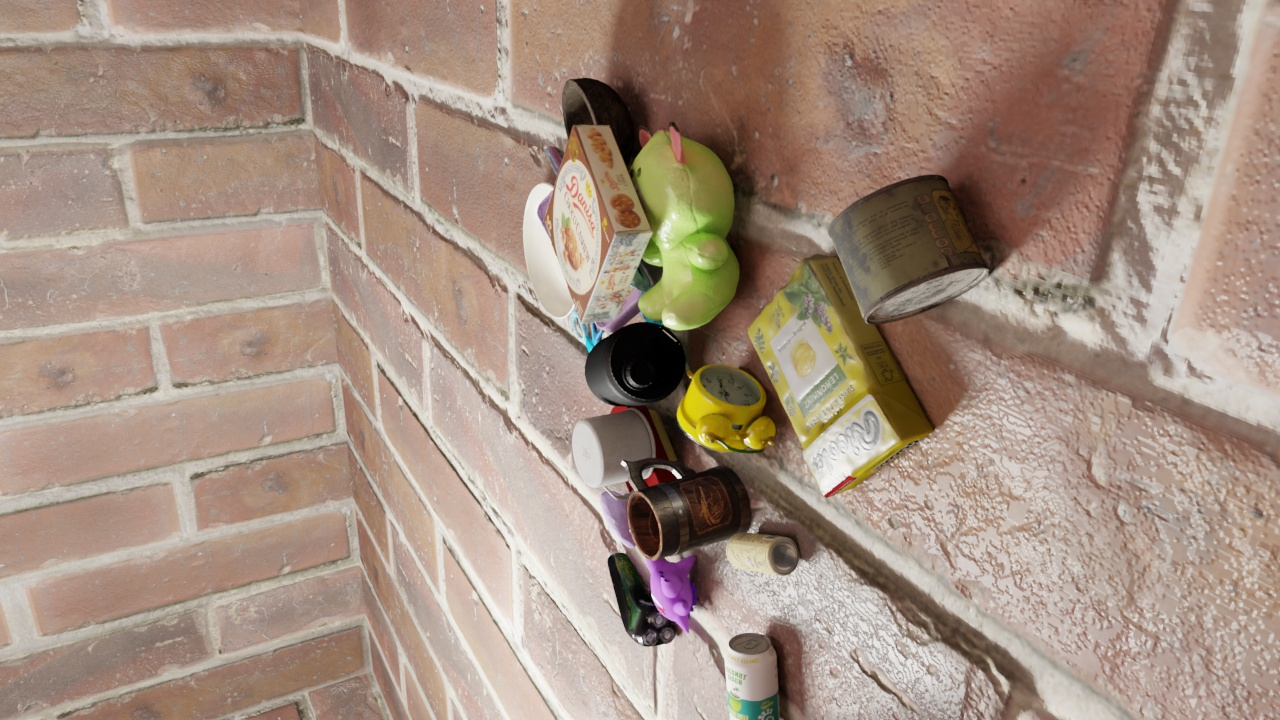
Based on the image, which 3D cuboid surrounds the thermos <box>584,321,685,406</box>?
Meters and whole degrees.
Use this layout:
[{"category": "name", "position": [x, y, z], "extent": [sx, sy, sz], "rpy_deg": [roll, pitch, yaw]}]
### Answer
[{"category": "thermos", "position": [-0.006, 0.006, 0.989], "extent": [0.199, 0.086, 0.086], "rpy_deg": [161, 97, -79]}]

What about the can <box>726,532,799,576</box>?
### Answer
[{"category": "can", "position": [0.122, 0.195, 0.929], "extent": [0.080, 0.038, 0.038], "rpy_deg": [-13, 88, 62]}]

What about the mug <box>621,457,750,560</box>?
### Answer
[{"category": "mug", "position": [0.043, 0.148, 0.985], "extent": [0.115, 0.107, 0.080], "rpy_deg": [64, 149, 26]}]

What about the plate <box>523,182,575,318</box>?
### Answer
[{"category": "plate", "position": [-0.108, -0.149, 1.237], "extent": [0.182, 0.034, 0.182], "rpy_deg": [31, 127, 55]}]

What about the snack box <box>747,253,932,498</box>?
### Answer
[{"category": "snack box", "position": [0.160, 0.012, 0.783], "extent": [0.180, 0.045, 0.122], "rpy_deg": [67, 150, 21]}]

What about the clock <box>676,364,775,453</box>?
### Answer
[{"category": "clock", "position": [0.085, 0.054, 0.897], "extent": [0.118, 0.083, 0.057], "rpy_deg": [-112, 33, -49]}]

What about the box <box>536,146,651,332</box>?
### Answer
[{"category": "box", "position": [-0.072, -0.142, 1.074], "extent": [0.090, 0.091, 0.214], "rpy_deg": [-40, 60, 20]}]

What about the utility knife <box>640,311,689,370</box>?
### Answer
[{"category": "utility knife", "position": [0.016, -0.041, 1.063], "extent": [0.167, 0.015, 0.022], "rpy_deg": [58, 146, 37]}]

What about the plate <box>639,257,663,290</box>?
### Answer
[{"category": "plate", "position": [0.029, -0.130, 1.012], "extent": [0.178, 0.012, 0.178], "rpy_deg": [31, 127, 55]}]

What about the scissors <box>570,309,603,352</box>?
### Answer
[{"category": "scissors", "position": [-0.058, -0.019, 1.217], "extent": [0.118, 0.013, 0.139], "rpy_deg": [-50, 54, 54]}]

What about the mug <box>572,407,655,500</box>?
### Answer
[{"category": "mug", "position": [-0.032, 0.115, 1.061], "extent": [0.084, 0.070, 0.113], "rpy_deg": [32, 126, 54]}]

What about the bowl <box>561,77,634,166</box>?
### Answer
[{"category": "bowl", "position": [-0.040, -0.263, 1.040], "extent": [0.121, 0.056, 0.121], "rpy_deg": [160, 90, -74]}]

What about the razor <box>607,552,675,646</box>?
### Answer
[{"category": "razor", "position": [-0.003, 0.309, 1.203], "extent": [0.151, 0.053, 0.067], "rpy_deg": [61, 138, 42]}]

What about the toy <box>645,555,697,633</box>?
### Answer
[{"category": "toy", "position": [0.041, 0.273, 1.095], "extent": [0.106, 0.055, 0.088], "rpy_deg": [-136, 39, -62]}]

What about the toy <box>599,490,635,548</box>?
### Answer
[{"category": "toy", "position": [-0.013, 0.196, 1.132], "extent": [0.036, 0.099, 0.080], "rpy_deg": [-37, 60, 19]}]

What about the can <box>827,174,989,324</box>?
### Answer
[{"category": "can", "position": [0.188, -0.078, 0.650], "extent": [0.090, 0.089, 0.074], "rpy_deg": [-44, 60, 58]}]

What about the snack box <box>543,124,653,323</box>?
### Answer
[{"category": "snack box", "position": [-0.047, -0.137, 0.929], "extent": [0.147, 0.041, 0.143], "rpy_deg": [117, 139, -52]}]

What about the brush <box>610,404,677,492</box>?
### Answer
[{"category": "brush", "position": [0.014, 0.130, 1.103], "extent": [0.173, 0.041, 0.082], "rpy_deg": [68, 150, 21]}]

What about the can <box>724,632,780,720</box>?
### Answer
[{"category": "can", "position": [0.119, 0.346, 0.973], "extent": [0.055, 0.054, 0.102], "rpy_deg": [16, 113, 60]}]

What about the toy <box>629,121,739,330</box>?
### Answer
[{"category": "toy", "position": [0.045, -0.132, 0.897], "extent": [0.150, 0.107, 0.197], "rpy_deg": [-152, 64, -72]}]
